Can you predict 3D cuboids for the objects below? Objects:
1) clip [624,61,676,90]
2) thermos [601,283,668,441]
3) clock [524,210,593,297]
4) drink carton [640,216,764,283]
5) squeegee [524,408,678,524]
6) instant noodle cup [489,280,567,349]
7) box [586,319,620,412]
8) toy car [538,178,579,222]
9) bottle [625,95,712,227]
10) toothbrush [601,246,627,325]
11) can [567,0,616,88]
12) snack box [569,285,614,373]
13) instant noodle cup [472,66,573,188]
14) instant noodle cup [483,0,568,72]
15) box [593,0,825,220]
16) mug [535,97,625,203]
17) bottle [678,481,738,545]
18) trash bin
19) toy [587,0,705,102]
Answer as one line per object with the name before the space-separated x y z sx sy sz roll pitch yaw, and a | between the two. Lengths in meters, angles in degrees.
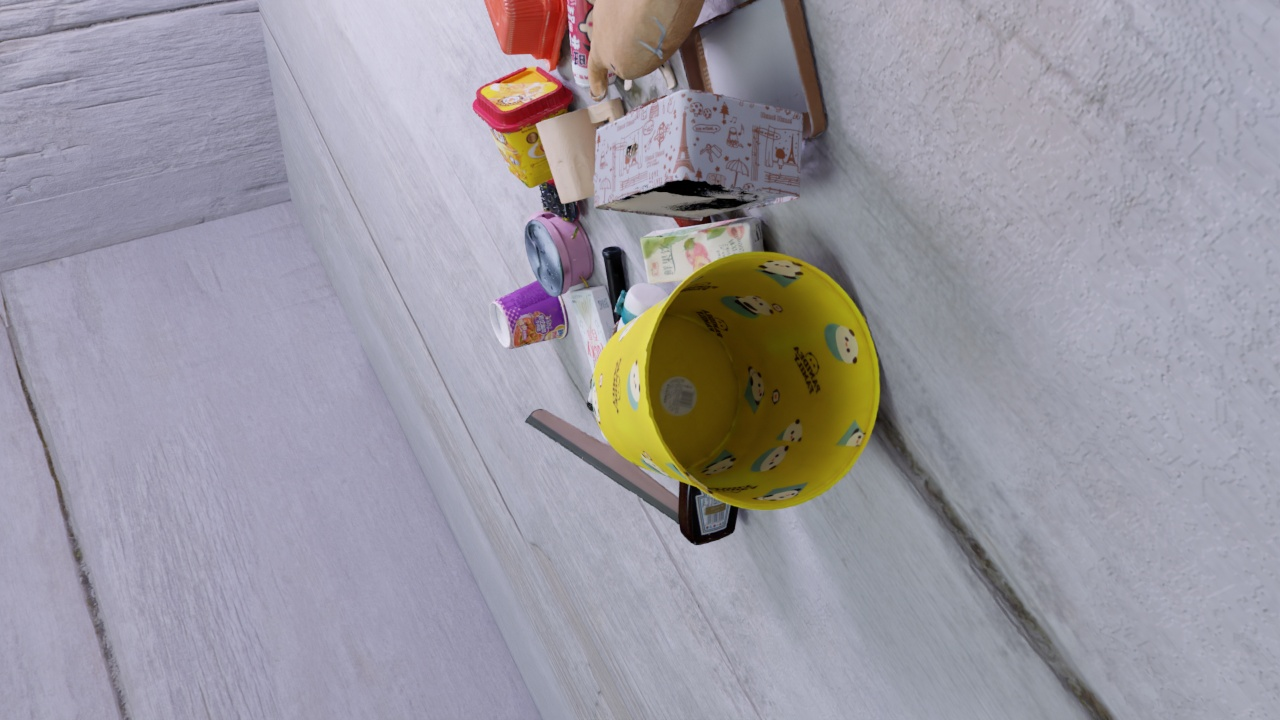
clip | 0.008 -0.338 0.976 0.034 0.061 0.097 -5 95 63
thermos | -0.007 0.007 1.175 0.073 0.073 0.225 47 139 40
clock | -0.128 -0.162 1.358 0.158 0.059 0.117 27 134 53
drink carton | 0.065 -0.114 0.954 0.123 0.045 0.053 -4 109 27
squeegee | 0.024 0.050 1.140 0.247 0.040 0.250 35 115 -3
instant noodle cup | -0.186 -0.071 1.500 0.111 0.099 0.112 45 147 40
box | -0.025 0.005 1.273 0.164 0.074 0.080 114 158 -43
toy car | -0.113 -0.230 1.306 0.106 0.031 0.049 36 140 52
bottle | 0.047 -0.180 0.992 0.060 0.059 0.206 -4 111 64
toothbrush | -0.025 -0.056 1.273 0.027 0.026 0.213 -84 -13 -61
can | -0.055 -0.383 1.044 0.053 0.053 0.133 41 143 46
snack box | -0.057 -0.032 1.355 0.085 0.026 0.157 4 112 63
instant noodle cup | -0.149 -0.311 1.236 0.116 0.116 0.124 45 157 41
instant noodle cup | -0.148 -0.457 1.128 0.189 0.079 0.164 134 116 -76
box | 0.063 -0.237 0.840 0.183 0.156 0.192 2 92 61
mug | -0.060 -0.259 1.138 0.125 0.084 0.103 -6 107 37
bottle | 0.087 0.133 1.129 0.044 0.079 0.195 40 136 52
trash bin | 0.071 0.027 0.925 0.229 0.229 0.256 70 161 -2
toy | 0.002 -0.328 0.861 0.227 0.082 0.143 -51 33 34
